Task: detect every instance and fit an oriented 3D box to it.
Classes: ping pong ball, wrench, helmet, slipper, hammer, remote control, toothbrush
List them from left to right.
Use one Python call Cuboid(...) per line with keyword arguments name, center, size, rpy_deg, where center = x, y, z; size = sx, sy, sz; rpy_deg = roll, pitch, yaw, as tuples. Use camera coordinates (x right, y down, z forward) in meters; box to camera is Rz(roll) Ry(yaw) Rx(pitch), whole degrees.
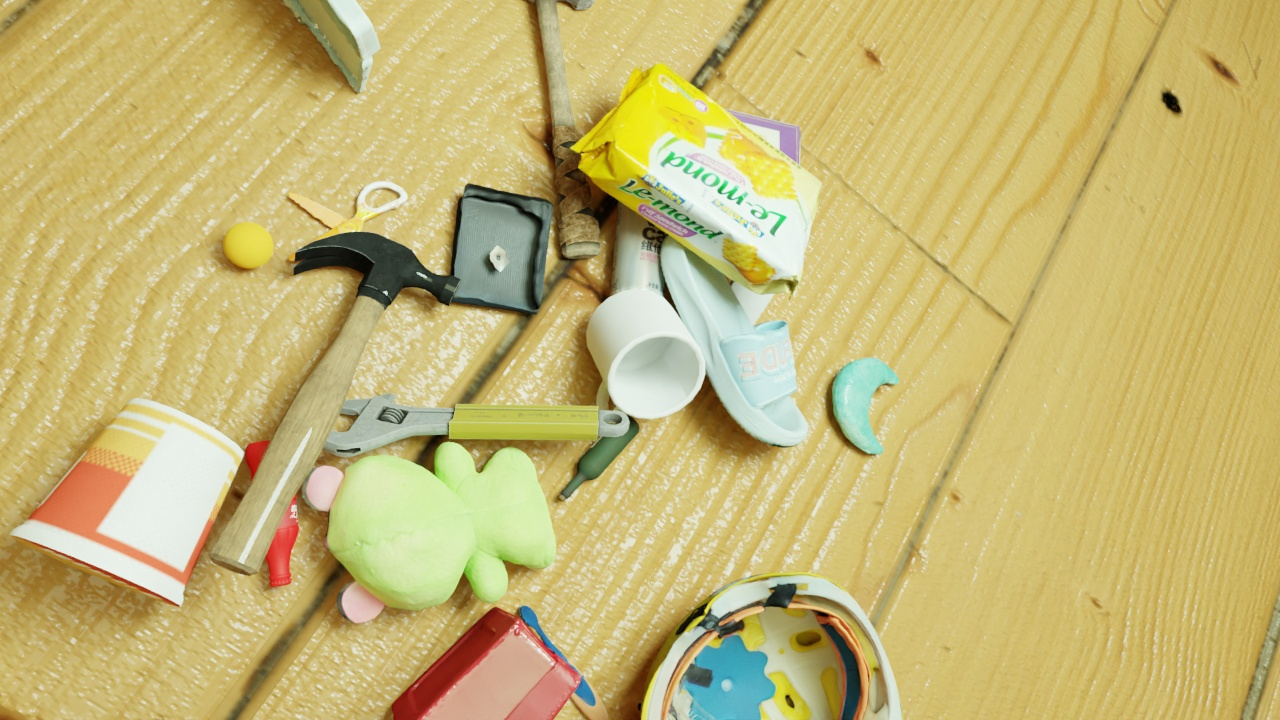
Cuboid(name="ping pong ball", center=(-0.338, -0.099, 0.790), size=(0.040, 0.040, 0.040), rpy_deg=(4, 78, -21))
Cuboid(name="hammer", center=(-0.264, 0.025, 0.747), size=(0.132, 0.040, 0.304), rpy_deg=(24, 59, -10))
Cuboid(name="wrench", center=(-0.145, 0.056, 0.801), size=(0.273, 0.083, 0.018), rpy_deg=(2, 122, -7))
Cuboid(name="hammer", center=(-0.082, -0.259, 0.923), size=(0.121, 0.049, 0.318), rpy_deg=(-6, 83, -20))
Cuboid(name="toothbrush", center=(-0.071, 0.277, 0.833), size=(0.021, 0.017, 0.135), rpy_deg=(-36, 96, -20))
Cuboid(name="remote control", center=(0.099, -0.047, 0.967), size=(0.045, 0.008, 0.146), rpy_deg=(40, 68, -10))
Cuboid(name="slipper", center=(0.100, -0.026, 0.898), size=(0.245, 0.074, 0.103), rpy_deg=(62, 29, -1))
Cuboid(name="helmet", center=(0.099, 0.301, 0.830), size=(0.239, 0.140, 0.209), rpy_deg=(-28, 90, -11))

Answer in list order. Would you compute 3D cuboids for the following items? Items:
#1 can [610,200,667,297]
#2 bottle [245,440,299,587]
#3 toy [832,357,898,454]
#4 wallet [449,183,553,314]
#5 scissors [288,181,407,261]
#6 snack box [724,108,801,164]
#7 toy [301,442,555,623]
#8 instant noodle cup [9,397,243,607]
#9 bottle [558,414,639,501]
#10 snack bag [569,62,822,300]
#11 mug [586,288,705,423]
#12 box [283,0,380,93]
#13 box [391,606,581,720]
Cuboid(name="can", center=(0.001, -0.120, 0.919), size=(0.054, 0.054, 0.135), rpy_deg=(10, 76, -19))
Cuboid(name="bottle", center=(-0.303, 0.126, 0.760), size=(0.036, 0.036, 0.119), rpy_deg=(-5, 82, -22))
Cuboid(name="toy", center=(0.241, 0.044, 0.994), size=(0.085, 0.033, 0.105), rpy_deg=(27, 70, -26))
Cuboid(name="wallet", center=(-0.135, -0.105, 0.877), size=(0.089, 0.026, 0.115), rpy_deg=(9, 77, -18))
Cuboid(name="scissors", center=(-0.261, -0.124, 0.841), size=(0.125, 0.011, 0.128), rpy_deg=(32, 68, -14))
Cuboid(name="snack box", center=(0.098, -0.192, 0.979), size=(0.148, 0.041, 0.143), rpy_deg=(7, 77, -20))
Cuboid(name="toy", center=(-0.167, 0.140, 0.778), size=(0.196, 0.107, 0.150), rpy_deg=(-12, 83, -33))
Cuboid(name="instant noodle cup", center=(-0.377, 0.104, 0.697), size=(0.123, 0.124, 0.120), rpy_deg=(28, 63, -14))
Cuboid(name="bottle", center=(-0.041, 0.094, 0.875), size=(0.025, 0.025, 0.105), rpy_deg=(46, 67, -7))
Cuboid(name="snack bag", center=(0.062, -0.172, 0.881), size=(0.247, 0.068, 0.159), rpy_deg=(34, 49, -11))
Cuboid(name="mug", center=(-0.005, 0.005, 0.862), size=(0.091, 0.090, 0.121), rpy_deg=(26, 109, -28))
Cuboid(name="box", center=(-0.298, -0.343, 0.803), size=(0.040, 0.135, 0.197), rpy_deg=(-36, 94, -13))
Cuboid(name="box", center=(-0.125, 0.269, 0.733), size=(0.092, 0.158, 0.129), rpy_deg=(45, 71, 0))
